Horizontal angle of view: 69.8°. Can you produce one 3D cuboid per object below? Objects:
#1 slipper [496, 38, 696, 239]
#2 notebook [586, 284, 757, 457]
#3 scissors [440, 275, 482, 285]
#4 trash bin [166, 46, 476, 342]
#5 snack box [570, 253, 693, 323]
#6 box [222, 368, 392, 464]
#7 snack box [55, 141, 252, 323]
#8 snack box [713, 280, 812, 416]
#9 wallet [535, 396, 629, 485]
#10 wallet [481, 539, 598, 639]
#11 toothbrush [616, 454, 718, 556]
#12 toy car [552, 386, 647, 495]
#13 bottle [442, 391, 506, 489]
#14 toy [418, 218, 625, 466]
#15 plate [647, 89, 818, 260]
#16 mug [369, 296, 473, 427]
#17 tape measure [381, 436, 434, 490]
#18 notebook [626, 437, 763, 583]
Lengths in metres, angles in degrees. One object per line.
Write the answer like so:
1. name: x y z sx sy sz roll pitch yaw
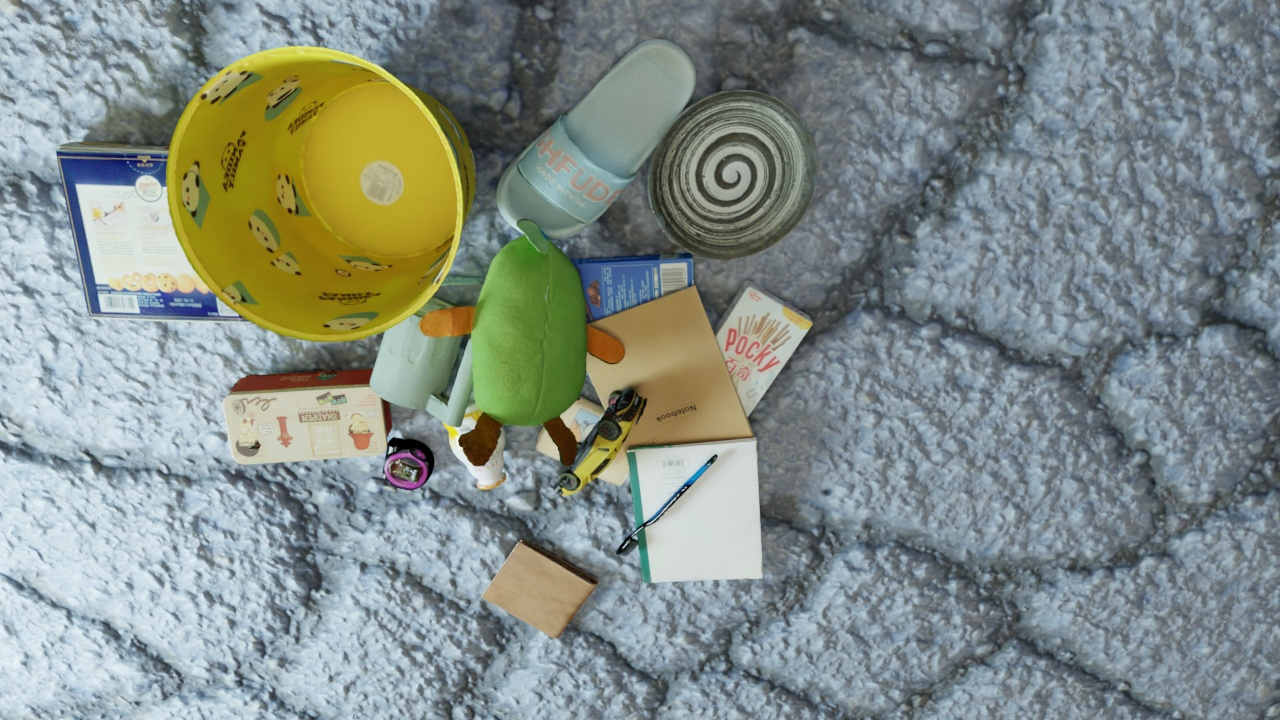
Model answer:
1. slipper: -0.041 -0.214 0.917 0.104 0.074 0.246 42 105 -16
2. notebook: 0.028 0.032 1.022 0.148 0.008 0.208 -19 113 11
3. scissors: -0.235 -0.087 0.981 0.133 0.057 0.017 -3 148 -20
4. trash bin: -0.258 -0.160 0.833 0.229 0.255 0.230 -1 107 -2
5. snack box: -0.020 -0.070 0.999 0.157 0.026 0.085 -3 112 1
6. box: -0.369 0.060 1.034 0.168 0.076 0.091 -3 111 -5
7. snack box: -0.498 -0.132 0.965 0.178 0.045 0.183 2 112 -1
8. snack box: 0.113 -0.003 1.027 0.084 0.026 0.157 28 110 -10
9. wallet: -0.057 0.093 1.069 0.115 0.024 0.087 25 105 -12
10. wallet: -0.126 0.286 1.148 0.115 0.020 0.101 32 109 -9
11. toothbrush: 0.031 0.171 1.068 0.016 0.014 0.190 33 116 -18
12. toy car: -0.046 0.093 1.011 0.041 0.071 0.156 34 118 -7
13. bottle: -0.184 0.093 1.045 0.063 0.063 0.108 -12 111 5
14. toy: -0.113 -0.014 0.932 0.226 0.090 0.246 8 85 -34
15. plate: 0.093 -0.189 0.943 0.179 0.024 0.180 -5 119 -9
16. mug: -0.224 -0.002 0.986 0.124 0.083 0.103 29 110 25
17. tape measure: -0.271 0.122 1.070 0.058 0.039 0.057 17 111 -7
18. notebook: 0.067 0.184 1.089 0.150 0.012 0.209 -4 121 4
